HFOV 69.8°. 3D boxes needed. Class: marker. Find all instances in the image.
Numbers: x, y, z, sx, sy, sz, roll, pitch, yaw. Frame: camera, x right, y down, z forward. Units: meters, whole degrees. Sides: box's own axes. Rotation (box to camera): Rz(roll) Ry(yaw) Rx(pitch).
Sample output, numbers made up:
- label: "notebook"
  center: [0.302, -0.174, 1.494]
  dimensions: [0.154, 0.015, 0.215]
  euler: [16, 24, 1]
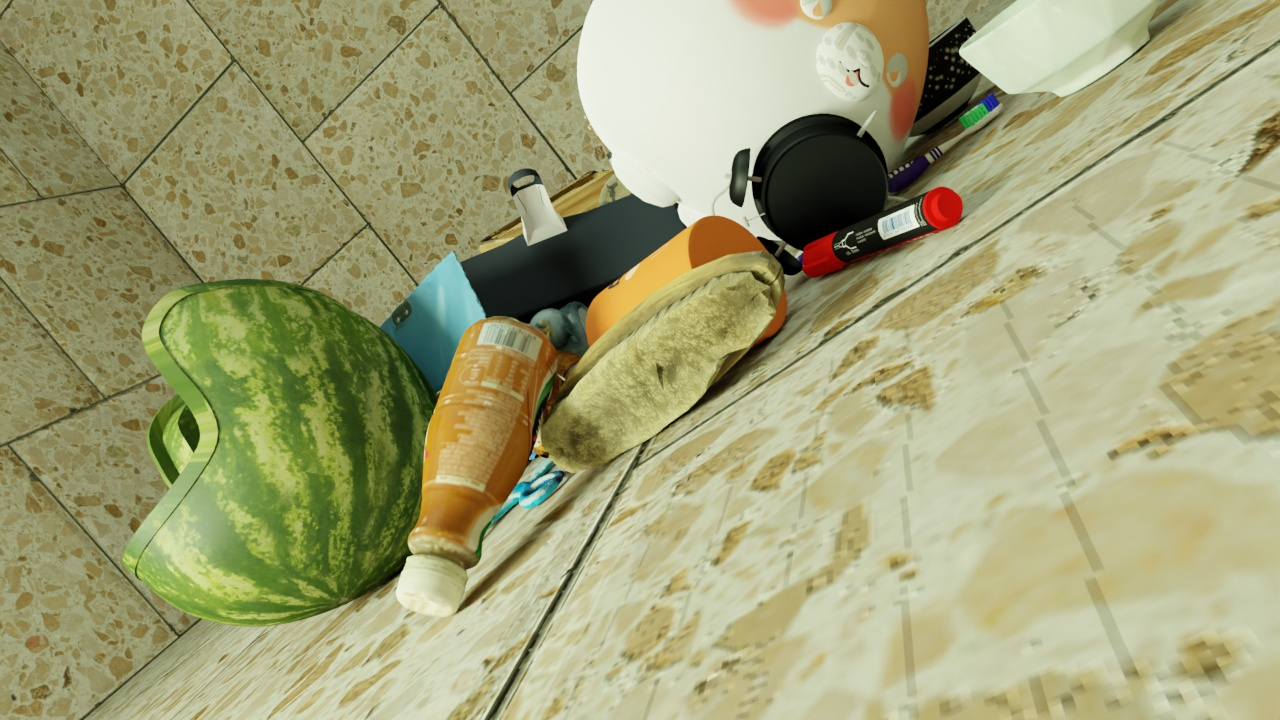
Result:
- label: "marker"
  center: [0.130, -0.069, 0.512]
  dimensions: [0.023, 0.021, 0.145]
  euler: [-62, 11, -11]

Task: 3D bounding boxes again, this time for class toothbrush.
- label: "toothbrush"
  center: [0.185, -0.130, 0.661]
  dimensions: [0.186, 0.016, 0.015]
  euler: [-38, 6, 1]

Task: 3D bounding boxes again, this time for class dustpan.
- label: "dustpan"
  center: [-0.073, -0.084, 0.840]
  dimensions: [0.236, 0.080, 0.273]
  euler: [-22, -13, -2]

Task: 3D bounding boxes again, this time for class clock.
- label: "clock"
  center: [0.107, -0.107, 0.600]
  dimensions: [0.121, 0.091, 0.042]
  euler: [-23, 20, 13]
- label: "clock"
  center: [-0.059, -0.004, 0.791]
  dimensions: [0.052, 0.090, 0.129]
  euler: [-31, 1, 13]

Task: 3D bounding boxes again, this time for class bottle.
- label: "bottle"
  center: [-0.091, 0.055, 0.498]
  dimensions: [0.059, 0.059, 0.166]
  euler: [-32, 35, 45]

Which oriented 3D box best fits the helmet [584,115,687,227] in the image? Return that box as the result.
- label: "helmet"
  center: [0.050, -0.211, 0.949]
  dimensions: [0.192, 0.236, 0.225]
  euler: [-38, -14, -47]

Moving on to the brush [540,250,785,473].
- label: "brush"
  center: [0.005, 0.006, 0.498]
  dimensions: [0.196, 0.059, 0.043]
  euler: [-39, 16, 40]

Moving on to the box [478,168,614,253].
- label: "box"
  center: [-0.023, -0.171, 1.247]
  dimensions: [0.259, 0.220, 0.278]
  euler: [-29, 9, 46]

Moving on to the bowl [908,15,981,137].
- label: "bowl"
  center: [0.256, -0.240, 0.819]
  dimensions: [0.120, 0.066, 0.120]
  euler: [-38, 6, 5]

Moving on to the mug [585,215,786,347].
- label: "mug"
  center: [0.039, -0.029, 0.560]
  dimensions: [0.112, 0.077, 0.096]
  euler: [-1, -23, -43]

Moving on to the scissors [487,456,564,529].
- label: "scissors"
  center: [-0.078, 0.088, 0.612]
  dimensions: [0.128, 0.012, 0.137]
  euler: [-33, 6, 36]

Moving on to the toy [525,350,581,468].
- label: "toy"
  center: [-0.070, 0.040, 0.604]
  dimensions: [0.112, 0.067, 0.087]
  euler: [-46, -27, -2]

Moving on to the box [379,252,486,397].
- label: "box"
  center: [-0.166, 0.027, 0.792]
  dimensions: [0.033, 0.174, 0.232]
  euler: [-30, 0, -43]

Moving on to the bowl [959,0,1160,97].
- label: "bowl"
  center: [0.255, -0.196, 0.537]
  dimensions: [0.117, 0.061, 0.117]
  euler: [-38, 6, 4]

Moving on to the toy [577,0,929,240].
- label: "toy"
  center: [0.095, -0.233, 0.710]
  dimensions: [0.281, 0.262, 0.265]
  euler: [-58, 28, 8]

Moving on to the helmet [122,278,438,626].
- label: "helmet"
  center: [-0.270, 0.078, 0.720]
  dimensions: [0.242, 0.247, 0.214]
  euler: [-3, -31, -30]
